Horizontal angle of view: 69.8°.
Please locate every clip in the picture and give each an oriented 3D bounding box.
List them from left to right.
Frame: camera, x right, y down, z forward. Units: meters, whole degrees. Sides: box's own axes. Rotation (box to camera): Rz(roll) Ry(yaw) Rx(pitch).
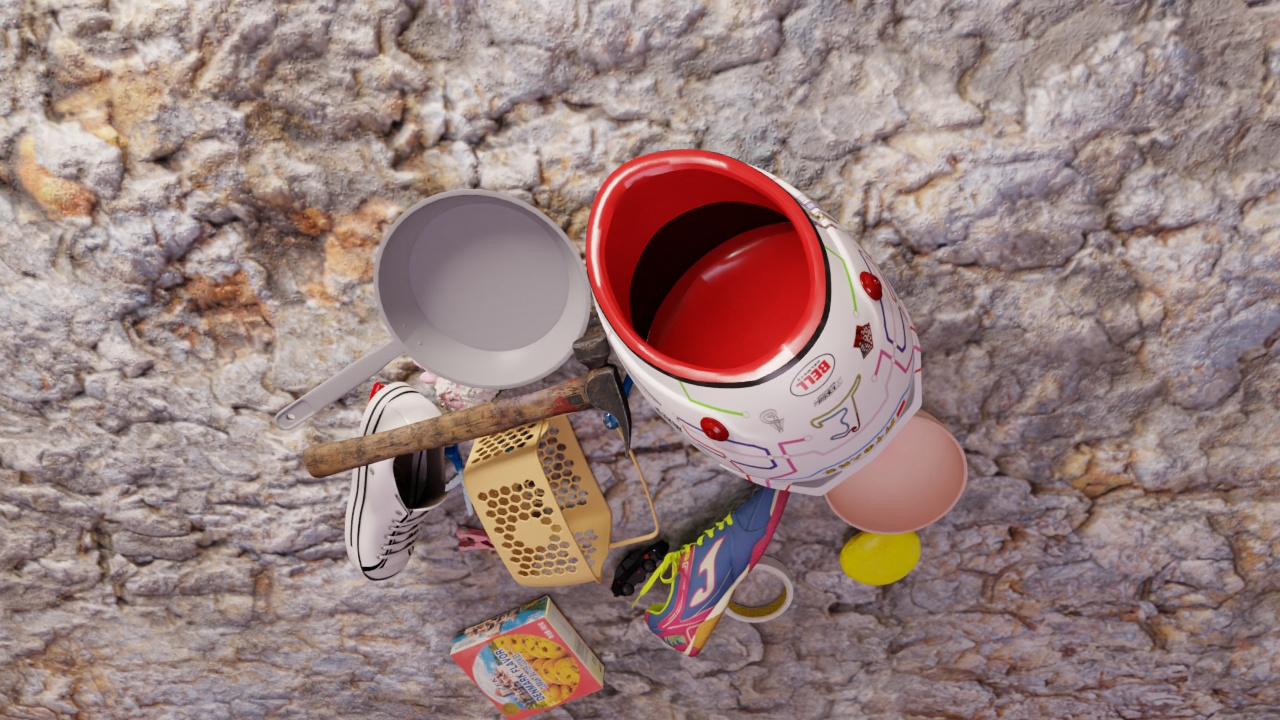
[{"bbox_3d":[-0.193,0.217,1.094,0.060,0.023,0.045,21,122,-7],"label":"clip"}]

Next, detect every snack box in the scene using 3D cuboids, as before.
[{"bbox_3d":[-0.142,0.384,1.170,0.145,0.040,0.142,-26,115,15],"label":"snack box"}]

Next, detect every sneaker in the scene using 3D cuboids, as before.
[{"bbox_3d":[-0.251,0.149,0.999,0.097,0.091,0.246,31,118,29],"label":"sneaker"},{"bbox_3d":[0.083,0.219,1.037,0.091,0.116,0.242,32,100,12],"label":"sneaker"}]

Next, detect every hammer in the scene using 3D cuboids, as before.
[{"bbox_3d":[-0.171,0.071,0.884,0.331,0.033,0.120,-15,104,12],"label":"hammer"}]

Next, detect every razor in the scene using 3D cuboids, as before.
[{"bbox_3d":[-0.006,0.006,0.939,0.044,0.018,0.141,27,83,-11],"label":"razor"}]

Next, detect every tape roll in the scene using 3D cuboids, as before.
[{"bbox_3d":[0.137,0.277,1.112,0.094,0.019,0.094,1,119,2],"label":"tape roll"}]

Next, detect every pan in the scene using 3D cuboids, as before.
[{"bbox_3d":[-0.210,-0.029,0.876,0.357,0.050,0.201,-29,113,18],"label":"pan"}]

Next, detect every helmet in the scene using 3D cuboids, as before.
[{"bbox_3d":[0.103,-0.029,0.830,0.231,0.314,0.236,-43,150,4],"label":"helmet"}]

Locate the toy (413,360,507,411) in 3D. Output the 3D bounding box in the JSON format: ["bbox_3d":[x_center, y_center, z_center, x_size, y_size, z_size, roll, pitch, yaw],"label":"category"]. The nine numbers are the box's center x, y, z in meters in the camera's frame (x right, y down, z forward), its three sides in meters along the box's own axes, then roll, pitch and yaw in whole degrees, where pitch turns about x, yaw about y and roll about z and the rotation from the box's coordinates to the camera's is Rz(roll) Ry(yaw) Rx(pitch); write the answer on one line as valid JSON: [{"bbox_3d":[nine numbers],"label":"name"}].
[{"bbox_3d":[-0.193,0.015,0.975,0.109,0.041,0.096,37,115,-10],"label":"toy"}]

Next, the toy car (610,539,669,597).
[{"bbox_3d":[-0.002,0.243,1.089,0.036,0.042,0.092,43,114,9],"label":"toy car"}]

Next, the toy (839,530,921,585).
[{"bbox_3d":[0.278,0.224,1.061,0.096,0.041,0.094,-33,123,16],"label":"toy"}]

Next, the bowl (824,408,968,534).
[{"bbox_3d":[0.264,0.104,0.981,0.153,0.076,0.153,2,118,3],"label":"bowl"}]

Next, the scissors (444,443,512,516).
[{"bbox_3d":[-0.207,0.122,1.048,0.129,0.014,0.119,-40,113,23],"label":"scissors"}]

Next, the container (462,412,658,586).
[{"bbox_3d":[-0.079,0.140,0.985,0.167,0.129,0.183,-16,116,11],"label":"container"}]

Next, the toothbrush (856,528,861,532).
[{"bbox_3d":[0.213,0.125,1.026,0.019,0.018,0.188,-24,115,13],"label":"toothbrush"}]

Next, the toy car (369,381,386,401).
[{"bbox_3d":[-0.283,0.068,1.013,0.038,0.025,0.090,15,118,-6],"label":"toy car"}]
